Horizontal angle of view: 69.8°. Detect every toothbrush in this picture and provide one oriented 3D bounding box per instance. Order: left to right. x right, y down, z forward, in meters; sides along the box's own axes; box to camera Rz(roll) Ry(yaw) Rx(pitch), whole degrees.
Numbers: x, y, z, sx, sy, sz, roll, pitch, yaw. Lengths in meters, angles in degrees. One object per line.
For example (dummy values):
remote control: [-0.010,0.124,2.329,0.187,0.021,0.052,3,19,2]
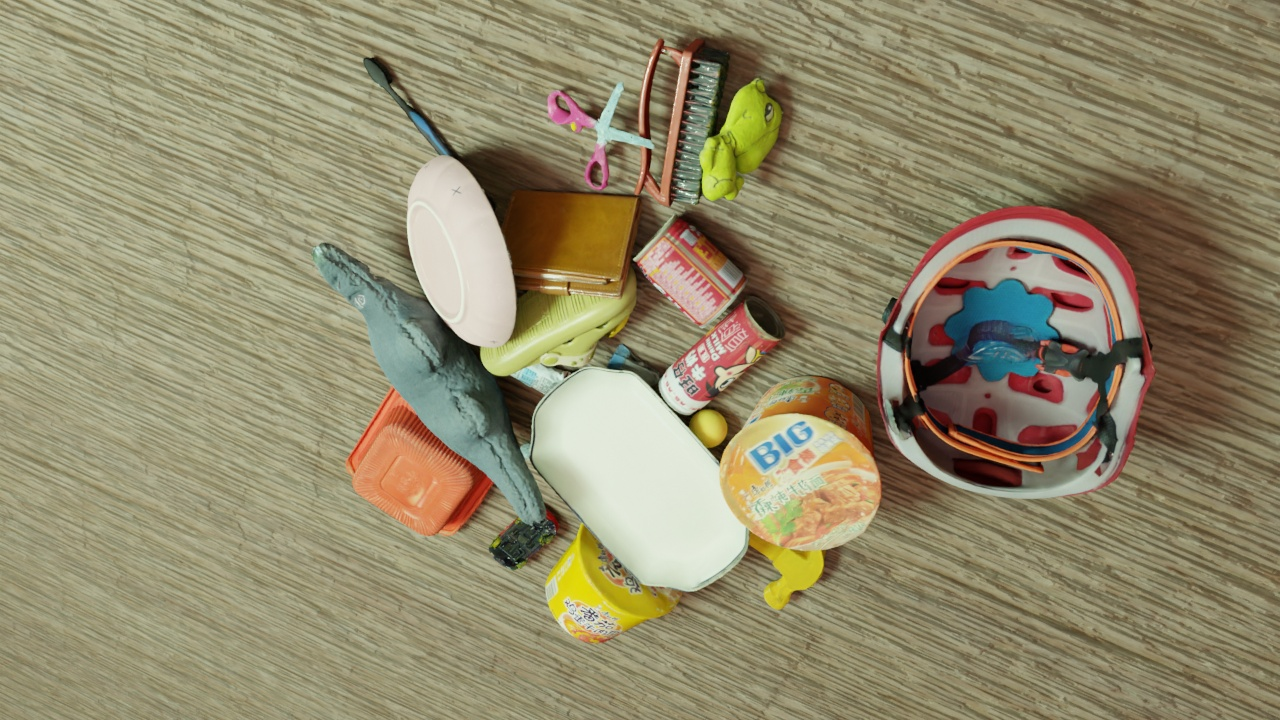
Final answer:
toothbrush: [-0.207,-0.224,0.912,0.014,0.016,0.189,-35,105,20]

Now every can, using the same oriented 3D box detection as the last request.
can: [0.046,-0.085,0.868,0.094,0.066,0.067,43,121,-7]
can: [0.078,-0.003,0.909,0.053,0.053,0.133,43,121,-7]

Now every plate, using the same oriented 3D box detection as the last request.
plate: [-0.182,-0.099,0.888,0.192,0.039,0.193,38,139,42]
plate: [0.002,0.123,0.968,0.162,0.034,0.265,-42,93,19]

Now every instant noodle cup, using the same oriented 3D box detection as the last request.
instant noodle cup: [-0.253,0.123,1.069,0.164,0.079,0.189,34,117,-6]
instant noodle cup: [-0.035,0.248,1.037,0.138,0.137,0.110,38,129,-4]
instant noodle cup: [0.162,0.092,0.897,0.151,0.111,0.151,8,119,14]

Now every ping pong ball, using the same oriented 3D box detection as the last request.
ping pong ball: [0.070,0.071,0.957,0.040,0.040,0.040,8,119,14]

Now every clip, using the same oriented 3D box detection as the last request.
clip: [-0.005,0.008,0.963,0.058,0.043,0.027,28,120,-2]

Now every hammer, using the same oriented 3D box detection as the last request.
hammer: [0.072,0.154,1.005,0.301,0.032,0.129,34,121,-1]

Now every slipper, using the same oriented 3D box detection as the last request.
slipper: [-0.076,-0.039,0.934,0.191,0.091,0.081,-28,141,21]

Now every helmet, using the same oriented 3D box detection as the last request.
helmet: [0.309,-0.014,0.780,0.207,0.143,0.240,7,104,14]

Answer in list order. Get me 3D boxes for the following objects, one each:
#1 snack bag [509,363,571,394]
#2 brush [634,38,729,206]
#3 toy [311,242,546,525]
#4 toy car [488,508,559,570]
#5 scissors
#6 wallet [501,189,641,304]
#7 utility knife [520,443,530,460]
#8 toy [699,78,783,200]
snack bag: [-0.121,0.009,0.996,0.104,0.026,0.048,24,128,4]
brush: [0.032,-0.206,0.813,0.069,0.063,0.146,14,122,8]
toy: [-0.213,0.019,0.966,0.091,0.138,0.356,-37,100,-1]
toy car: [-0.141,0.213,1.106,0.049,0.031,0.107,41,120,-5]
scissors: [-0.036,-0.203,0.839,0.133,0.017,0.130,26,139,35]
wallet: [-0.073,-0.108,0.877,0.131,0.119,0.035,7,163,15]
utility knife: [-0.053,0.133,1.046,0.190,0.020,0.031,21,93,11]
toy: [0.087,-0.188,0.797,0.031,0.100,0.097,32,147,36]
